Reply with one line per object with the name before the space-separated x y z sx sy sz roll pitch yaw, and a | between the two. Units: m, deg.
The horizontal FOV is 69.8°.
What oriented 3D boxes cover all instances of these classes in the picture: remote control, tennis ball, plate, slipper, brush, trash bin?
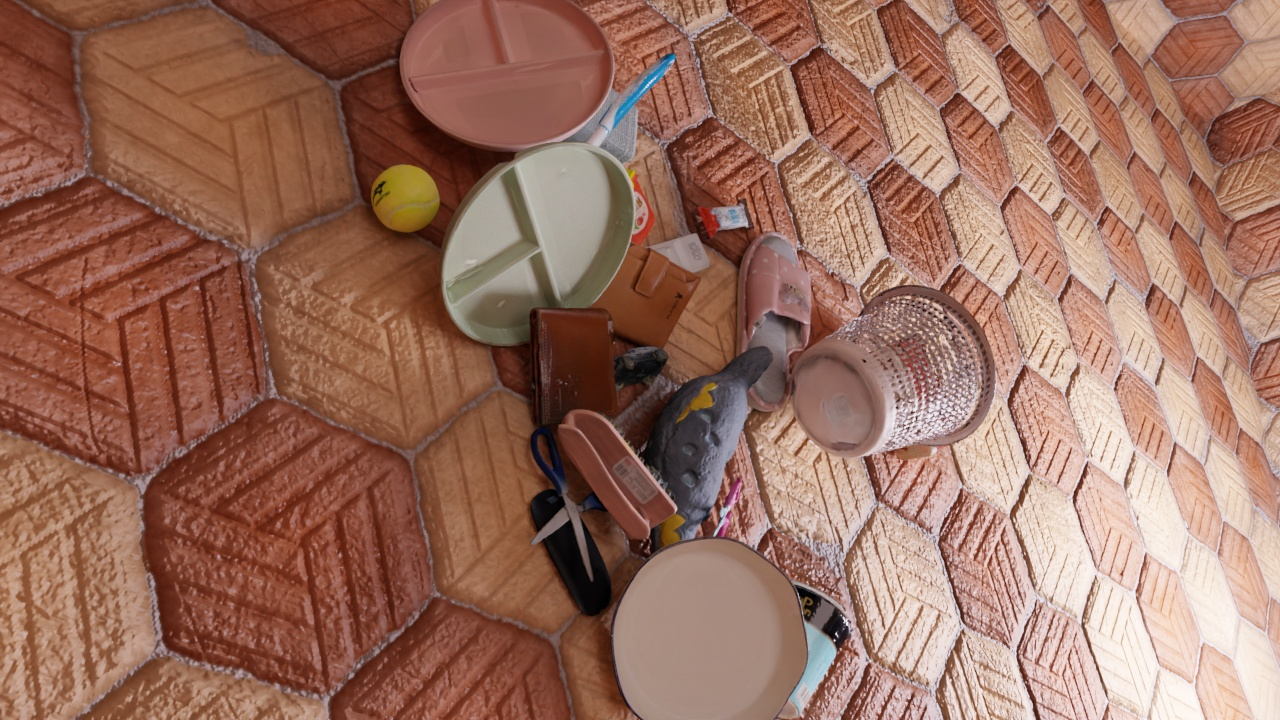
remote control | -0.066 0.192 0.924 0.053 0.024 0.136 -29 92 -46
tennis ball | -0.231 -0.159 0.900 0.065 0.066 0.065 17 61 -35
plate | 0.066 0.282 0.932 0.204 0.046 0.204 1 85 -11
slipper | 0.181 -0.060 1.224 0.114 0.055 0.273 29 57 -29
brush | -0.029 0.111 0.929 0.145 0.063 0.072 53 23 -4
trash bin | 0.310 0.030 1.193 0.191 0.228 0.227 -18 84 -37
plate | -0.144 -0.318 0.998 0.229 0.028 0.229 2 64 -5
plate | -0.102 -0.115 0.915 0.229 0.231 0.027 -11 42 -43
remote control | 0.037 -0.126 1.149 0.124 0.024 0.049 -23 88 -45
brush | -0.054 -0.214 0.997 0.314 0.060 0.109 -37 79 -11

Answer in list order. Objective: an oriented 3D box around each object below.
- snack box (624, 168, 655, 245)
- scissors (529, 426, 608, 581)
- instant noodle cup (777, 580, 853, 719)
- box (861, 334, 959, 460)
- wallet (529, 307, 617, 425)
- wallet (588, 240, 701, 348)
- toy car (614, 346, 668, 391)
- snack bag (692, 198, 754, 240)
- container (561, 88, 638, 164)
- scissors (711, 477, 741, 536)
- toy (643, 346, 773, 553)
snack box | -0.034 -0.167 1.072 0.080 0.082 0.091 54 46 -28
scissors | -0.069 0.140 0.927 0.175 0.012 0.162 -15 71 -57
instant noodle cup | 0.162 0.325 1.020 0.111 0.111 0.120 47 57 -16
box | 0.395 0.051 1.330 0.076 0.091 0.168 -19 85 -22
wallet | -0.072 0.005 0.972 0.101 0.032 0.124 -5 94 -42
wallet | -0.006 -0.077 1.050 0.131 0.031 0.108 24 101 -32
toy car | -0.006 0.006 1.044 0.090 0.043 0.034 -14 54 -46
snack bag | 0.115 -0.192 1.243 0.104 0.026 0.048 -21 93 -45
container | -0.068 -0.277 1.079 0.111 0.090 0.089 23 59 -36
scissors | 0.096 0.162 1.017 0.017 0.137 0.093 19 79 13
toy | 0.069 0.097 1.036 0.138 0.092 0.355 53 49 -36
